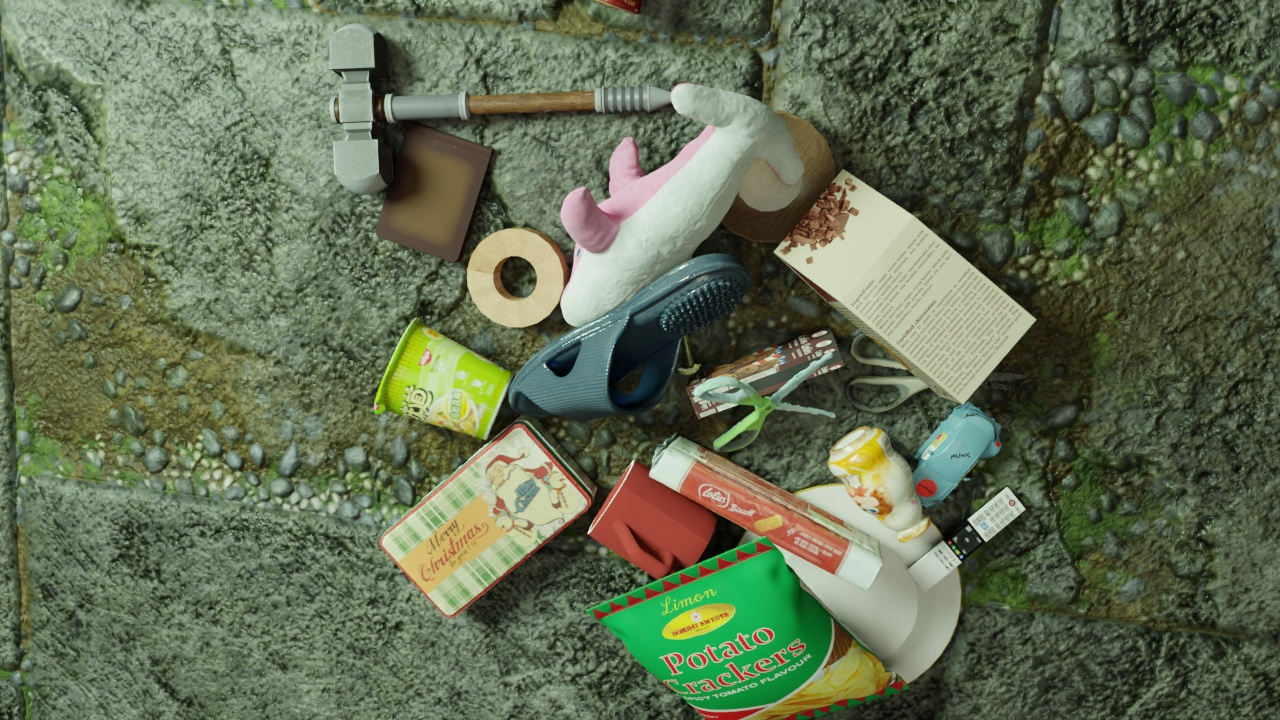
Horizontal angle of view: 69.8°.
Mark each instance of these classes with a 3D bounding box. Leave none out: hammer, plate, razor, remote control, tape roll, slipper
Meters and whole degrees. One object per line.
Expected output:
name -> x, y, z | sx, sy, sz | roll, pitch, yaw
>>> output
hammer -> -0.123, -0.236, 0.844 | 0.322, 0.043, 0.156 | -2, 92, 3
plate -> 0.200, 0.234, 0.905 | 0.230, 0.021, 0.230 | 1, 101, 7
razor -> 0.039, -0.039, 0.870 | 0.026, 0.042, 0.106 | -12, 90, 11
remote control -> 0.309, 0.170, 0.873 | 0.124, 0.012, 0.028 | -40, 94, 1
tape roll -> -0.117, -0.080, 0.880 | 0.094, 0.027, 0.094 | 1, 101, 7
slipper -> -0.005, 0.005, 0.819 | 0.264, 0.101, 0.082 | -33, 60, 27

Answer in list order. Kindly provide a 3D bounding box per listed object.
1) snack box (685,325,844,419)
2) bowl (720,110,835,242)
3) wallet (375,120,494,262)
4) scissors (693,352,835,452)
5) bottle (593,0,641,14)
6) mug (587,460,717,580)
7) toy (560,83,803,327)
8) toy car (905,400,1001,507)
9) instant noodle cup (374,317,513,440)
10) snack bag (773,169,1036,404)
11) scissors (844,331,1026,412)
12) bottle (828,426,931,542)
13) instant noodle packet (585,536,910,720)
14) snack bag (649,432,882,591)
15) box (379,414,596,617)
snack box -> 0.115, 0.010, 0.857 | 0.141, 0.051, 0.032 | -21, 97, 10
bowl -> 0.117, -0.166, 0.834 | 0.118, 0.030, 0.118 | 1, 101, 7
wallet -> -0.200, -0.162, 0.882 | 0.091, 0.018, 0.116 | 19, 99, 3
scissors -> 0.115, 0.041, 0.835 | 0.172, 0.021, 0.172 | 13, 138, -30
bottle -> -0.022, -0.361, 0.778 | 0.099, 0.098, 0.111 | 21, 109, 2
mug -> 0.009, 0.160, 0.865 | 0.096, 0.116, 0.081 | 33, 107, 0
toy -> 0.011, -0.139, 0.804 | 0.186, 0.127, 0.266 | 20, 129, -38
toy car -> 0.292, 0.093, 0.864 | 0.060, 0.027, 0.108 | 37, 103, -1
instant noodle cup -> -0.184, 0.024, 0.880 | 0.108, 0.099, 0.099 | 23, 102, -7
snack bag -> 0.228, -0.067, 0.813 | 0.206, 0.070, 0.094 | 40, 94, -1
scissors -> 0.273, 0.004, 0.856 | 0.170, 0.012, 0.132 | -25, 97, 11
bottle -> 0.225, 0.117, 0.856 | 0.063, 0.063, 0.108 | -36, 91, 12
instant noodle packet -> 0.103, 0.271, 0.858 | 0.196, 0.090, 0.252 | -29, 120, 26
snack bag -> 0.116, 0.138, 0.854 | 0.225, 0.077, 0.041 | 26, 101, 9
box -> -0.152, 0.156, 0.919 | 0.206, 0.050, 0.117 | -38, 93, 13
